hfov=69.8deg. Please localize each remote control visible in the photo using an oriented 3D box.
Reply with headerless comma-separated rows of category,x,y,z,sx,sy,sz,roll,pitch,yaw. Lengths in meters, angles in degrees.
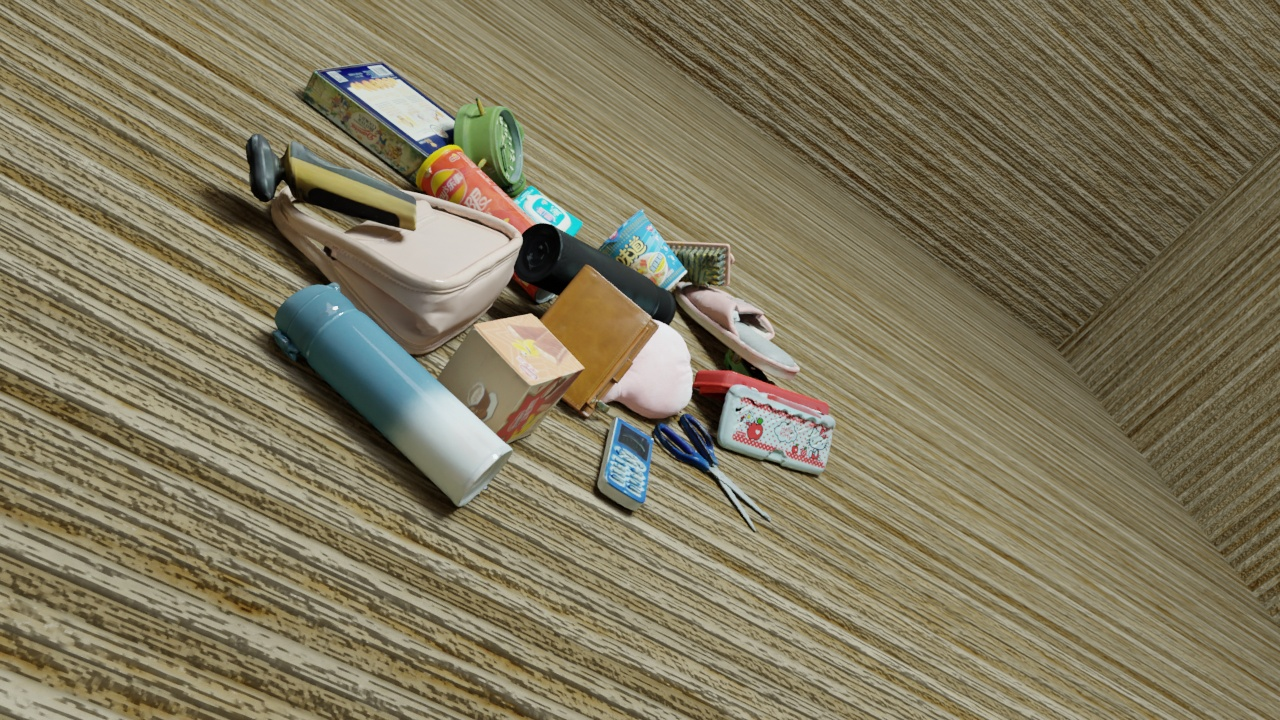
remote control,-0.015,0.103,0.928,0.049,0.024,0.124,34,26,-11

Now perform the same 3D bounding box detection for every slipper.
slipper,0.140,-0.058,1.331,0.114,0.054,0.274,16,20,-36

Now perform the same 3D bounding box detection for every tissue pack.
tissue pack,-0.134,-0.180,1.217,0.093,0.050,0.133,35,24,-7

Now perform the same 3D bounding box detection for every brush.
brush,0.063,-0.147,1.369,0.146,0.063,0.072,6,24,20

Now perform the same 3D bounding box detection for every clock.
clock,-0.195,-0.281,1.232,0.161,0.056,0.116,14,74,-76

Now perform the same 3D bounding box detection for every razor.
razor,-0.287,-0.158,0.856,0.167,0.062,0.067,19,56,-5

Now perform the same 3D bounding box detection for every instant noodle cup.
instant noodle cup,0.004,-0.141,1.303,0.110,0.099,0.099,48,24,-2

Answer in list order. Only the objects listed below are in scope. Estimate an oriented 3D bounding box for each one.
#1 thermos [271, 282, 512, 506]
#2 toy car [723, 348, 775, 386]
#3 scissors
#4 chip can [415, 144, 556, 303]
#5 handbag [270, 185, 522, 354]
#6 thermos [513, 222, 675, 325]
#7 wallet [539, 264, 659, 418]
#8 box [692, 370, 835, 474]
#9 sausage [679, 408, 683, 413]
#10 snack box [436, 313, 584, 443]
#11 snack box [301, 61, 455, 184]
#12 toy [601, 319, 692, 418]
thermos,-0.205,0.025,0.752,0.220,0.070,0.070,41,25,6
toy car,0.152,0.020,1.288,0.043,0.036,0.091,14,31,-45
scissors,0.078,0.121,1.044,0.162,0.012,0.162,25,29,-32
chip can,-0.174,-0.166,1.112,0.216,0.073,0.073,43,25,10
handbag,-0.254,-0.118,0.917,0.234,0.094,0.192,30,29,4
thermos,-0.052,-0.080,1.075,0.242,0.090,0.068,24,26,-54
wallet,-0.052,-0.016,0.971,0.119,0.130,0.035,40,-12,-7
box,0.157,0.080,1.192,0.200,0.100,0.095,18,-9,-36
sausage,0.023,0.009,1.147,0.021,0.021,0.165,21,31,-35
snack box,-0.123,0.020,0.836,0.077,0.093,0.094,45,25,13
snack box,-0.316,-0.314,1.198,0.182,0.046,0.177,38,24,-3
toy,-0.006,0.006,1.049,0.159,0.054,0.121,5,67,-37
